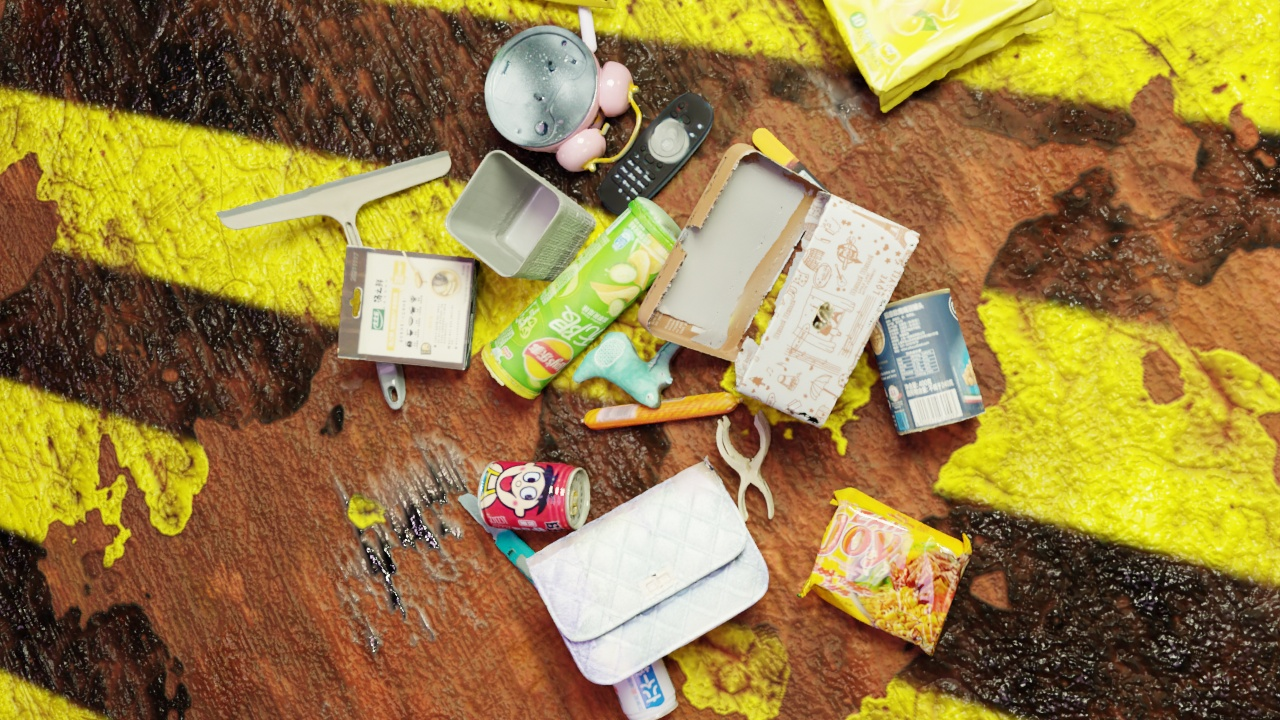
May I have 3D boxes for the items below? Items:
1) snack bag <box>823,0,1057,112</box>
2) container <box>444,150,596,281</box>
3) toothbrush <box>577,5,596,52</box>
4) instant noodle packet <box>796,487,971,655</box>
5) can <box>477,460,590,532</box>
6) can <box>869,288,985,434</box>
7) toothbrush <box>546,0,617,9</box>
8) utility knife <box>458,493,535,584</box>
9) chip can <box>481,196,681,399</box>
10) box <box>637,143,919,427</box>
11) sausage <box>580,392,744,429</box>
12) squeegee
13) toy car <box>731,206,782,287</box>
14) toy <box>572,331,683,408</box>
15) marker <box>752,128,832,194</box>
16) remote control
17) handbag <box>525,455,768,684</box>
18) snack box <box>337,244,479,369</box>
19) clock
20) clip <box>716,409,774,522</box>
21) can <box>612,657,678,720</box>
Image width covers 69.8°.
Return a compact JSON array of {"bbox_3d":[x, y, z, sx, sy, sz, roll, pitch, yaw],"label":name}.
[{"bbox_3d":[0.223,-0.351,0.793,0.158,0.068,0.246,-29,81,16],"label":"snack bag"},{"bbox_3d":[-0.107,-0.130,0.871,0.090,0.114,0.090,39,100,14],"label":"container"},{"bbox_3d":[-0.066,-0.396,0.910,0.021,0.029,0.189,-10,87,-21],"label":"toothbrush"},{"bbox_3d":[0.213,0.182,0.805,0.128,0.044,0.111,22,92,17],"label":"instant noodle packet"},{"bbox_3d":[-0.102,0.132,0.892,0.094,0.066,0.066,1,90,17],"label":"can"},{"bbox_3d":[0.240,0.003,0.780,0.075,0.075,0.111,-16,85,17],"label":"can"},{"bbox_3d":[-0.108,-0.367,0.912,0.190,0.016,0.016,17,101,24],"label":"toothbrush"},{"bbox_3d":[-0.111,0.207,0.922,0.207,0.013,0.029,43,101,13],"label":"utility knife"},{"bbox_3d":[-0.052,-0.059,0.875,0.221,0.072,0.072,-43,78,13],"label":"chip can"},{"bbox_3d":[0.106,-0.073,0.778,0.178,0.152,0.182,25,102,-2],"label":"box"},{"bbox_3d":[0.019,0.049,0.878,0.165,0.021,0.021,-8,87,17],"label":"sausage"},{"bbox_3d":[-0.286,-0.068,0.968,0.246,0.039,0.246,-16,92,-1],"label":"squeegee"},{"bbox_3d":[0.095,-0.114,0.849,0.122,0.037,0.056,-45,83,0],"label":"toy car"},{"bbox_3d":[-0.005,0.005,0.880,0.092,0.030,0.096,37,82,22],"label":"toy"},{"bbox_3d":[0.149,-0.168,0.843,0.018,0.015,0.124,-46,80,13],"label":"marker"},{"bbox_3d":[0.016,-0.195,0.879,0.136,0.024,0.053,-46,74,12],"label":"remote control"},{"bbox_3d":[0.011,0.189,0.818,0.193,0.076,0.134,-29,81,-10],"label":"handbag"},{"bbox_3d":[-0.231,-0.053,0.923,0.125,0.053,0.113,6,91,-2],"label":"snack box"},{"bbox_3d":[-0.071,-0.249,0.890,0.158,0.059,0.117,31,97,17],"label":"clock"},{"bbox_3d":[0.087,0.096,0.852,0.083,0.034,0.104,9,100,14],"label":"clip"},{"bbox_3d":[-0.012,0.271,0.869,0.053,0.053,0.134,-25,82,16],"label":"can"}]
